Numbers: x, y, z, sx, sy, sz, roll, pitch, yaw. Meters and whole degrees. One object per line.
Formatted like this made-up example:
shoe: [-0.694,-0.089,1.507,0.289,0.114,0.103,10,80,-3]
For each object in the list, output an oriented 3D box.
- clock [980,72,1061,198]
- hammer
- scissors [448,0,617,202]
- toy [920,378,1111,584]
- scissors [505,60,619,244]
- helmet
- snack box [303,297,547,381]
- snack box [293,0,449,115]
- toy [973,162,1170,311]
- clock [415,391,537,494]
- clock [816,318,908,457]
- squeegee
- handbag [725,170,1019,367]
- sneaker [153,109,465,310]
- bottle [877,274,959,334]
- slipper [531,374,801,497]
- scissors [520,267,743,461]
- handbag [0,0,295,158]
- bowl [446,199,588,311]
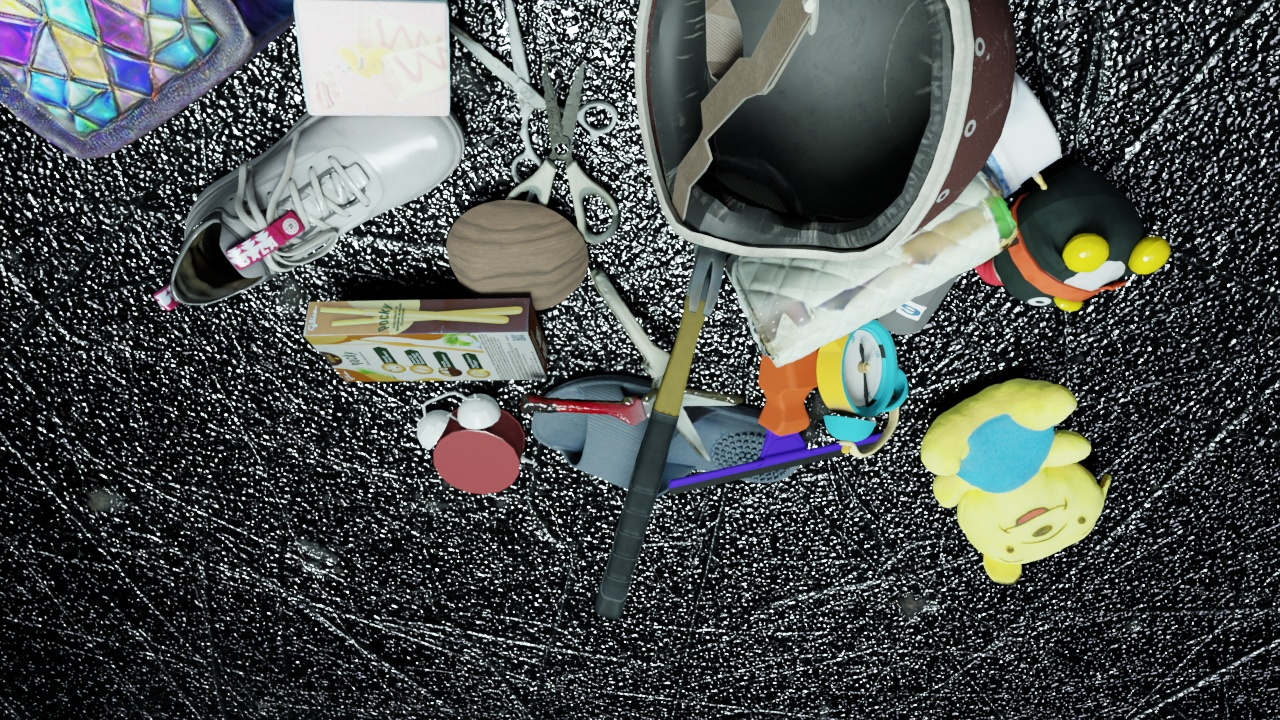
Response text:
clock: [0.248,-0.175,0.652,0.052,0.088,0.125,-33,121,18]
hammer: [0.014,0.064,0.758,0.025,0.117,0.333,15,106,-1]
scissors: [-0.091,-0.192,0.704,0.141,0.014,0.165,18,126,-14]
toy: [0.353,0.108,0.860,0.149,0.083,0.214,-26,123,22]
scissors: [-0.056,-0.151,0.721,0.153,0.012,0.164,30,125,-29]
helmet: [0.100,-0.177,0.559,0.253,0.233,0.234,-8,135,-18]
snack box: [-0.181,-0.016,0.799,0.186,0.031,0.101,-1,156,4]
snack box: [-0.181,-0.220,0.627,0.094,0.093,0.080,-3,128,-14]
toy: [0.324,-0.086,0.712,0.097,0.099,0.119,-1,153,-20]
clock: [-0.161,0.078,0.889,0.087,0.044,0.124,-21,123,18]
clock: [0.192,0.019,0.797,0.044,0.098,0.130,2,118,48]
squeegee: [0.132,0.007,0.804,0.249,0.055,0.185,-8,116,-30]
handbag: [0.159,-0.082,0.680,0.195,0.138,0.072,-29,119,7]
sneaker: [-0.256,-0.119,0.697,0.263,0.128,0.097,-22,123,16]
bottle: [0.235,-0.072,0.755,0.047,0.046,0.113,18,125,-10]
slipper: [0.028,0.082,0.860,0.263,0.082,0.101,9,124,-4]
scissors: [-0.008,0.007,0.801,0.199,0.015,0.179,-5,97,-6]
handbag: [-0.356,-0.271,0.591,0.205,0.125,0.222,-24,121,19]
bowl: [-0.104,-0.076,0.764,0.119,0.032,0.119,1,138,1]
